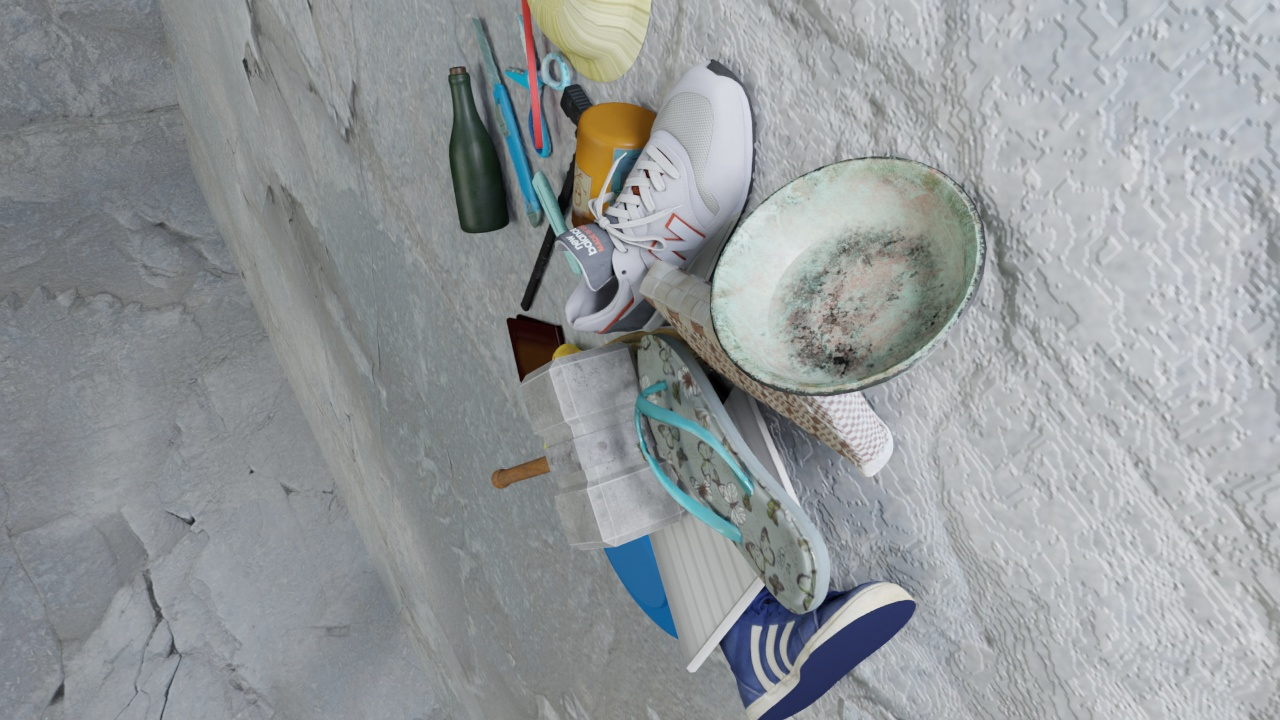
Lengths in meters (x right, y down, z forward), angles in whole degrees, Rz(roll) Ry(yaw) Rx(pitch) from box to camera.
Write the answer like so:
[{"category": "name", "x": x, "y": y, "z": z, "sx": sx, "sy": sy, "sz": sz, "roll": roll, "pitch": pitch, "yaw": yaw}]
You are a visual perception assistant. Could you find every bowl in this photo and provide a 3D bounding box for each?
[{"category": "bowl", "x": 0.119, "y": -0.043, "z": 0.527, "sx": 0.157, "sy": 0.157, "sz": 0.038, "roll": 41, "pitch": 178, "yaw": 42}]

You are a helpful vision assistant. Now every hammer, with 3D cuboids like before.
[{"category": "hammer", "x": -0.084, "y": -0.131, "z": 0.932, "sx": 0.095, "sy": 0.015, "sz": 0.326, "roll": 59, "pitch": 151, "yaw": 16}, {"category": "hammer", "x": -0.089, "y": 0.101, "z": 0.904, "sx": 0.319, "sy": 0.082, "sz": 0.162, "roll": -25, "pitch": 82, "yaw": 59}]

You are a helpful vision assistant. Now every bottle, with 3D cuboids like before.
[{"category": "bottle", "x": -0.183, "y": -0.228, "z": 0.996, "sx": 0.055, "sy": 0.055, "sz": 0.174, "roll": 26, "pitch": 129, "yaw": 52}, {"category": "bottle", "x": -0.023, "y": -0.130, "z": 0.767, "sx": 0.068, "sy": 0.067, "sz": 0.157, "roll": 48, "pitch": 146, "yaw": 34}]

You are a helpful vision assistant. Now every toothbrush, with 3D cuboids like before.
[{"category": "toothbrush", "x": -0.107, "y": -0.298, "z": 0.827, "sx": 0.012, "sy": 0.018, "sz": 0.213, "roll": -108, "pitch": 13, "yaw": -64}]

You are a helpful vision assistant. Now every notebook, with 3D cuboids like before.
[{"category": "notebook", "x": 0.062, "y": 0.138, "z": 0.748, "sx": 0.142, "sy": 0.009, "sz": 0.210, "roll": -108, "pitch": 33, "yaw": -41}]

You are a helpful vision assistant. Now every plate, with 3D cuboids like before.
[{"category": "plate", "x": -0.059, "y": -0.315, "z": 0.736, "sx": 0.184, "sy": 0.036, "sz": 0.185, "roll": 39, "pitch": 140, "yaw": 43}, {"category": "plate", "x": -0.001, "y": 0.209, "z": 0.990, "sx": 0.224, "sy": 0.024, "sz": 0.225, "roll": 41, "pitch": 144, "yaw": 38}]

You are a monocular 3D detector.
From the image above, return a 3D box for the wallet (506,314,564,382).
[{"category": "wallet", "x": -0.115, "y": -0.004, "z": 1.071, "sx": 0.116, "sy": 0.018, "sz": 0.091, "roll": 16, "pitch": 122, "yaw": 54}]

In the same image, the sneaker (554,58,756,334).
[{"category": "sneaker", "x": 0.001, "y": -0.100, "z": 0.684, "sx": 0.089, "sy": 0.124, "sz": 0.240, "roll": 50, "pitch": 147, "yaw": 31}]

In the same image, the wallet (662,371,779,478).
[{"category": "wallet", "x": 0.068, "y": 0.082, "z": 0.797, "sx": 0.099, "sy": 0.031, "sz": 0.120, "roll": 53, "pitch": 143, "yaw": 29}]

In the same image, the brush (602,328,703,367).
[{"category": "brush", "x": -0.005, "y": 0.005, "z": 0.852, "sx": 0.196, "sy": 0.043, "sz": 0.059, "roll": -9, "pitch": 101, "yaw": 61}]

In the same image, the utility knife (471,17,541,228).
[{"category": "utility knife", "x": -0.138, "y": -0.245, "z": 0.949, "sx": 0.031, "sy": 0.015, "sz": 0.221, "roll": -4, "pitch": 104, "yaw": 56}]

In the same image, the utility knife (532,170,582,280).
[{"category": "utility knife", "x": -0.066, "y": -0.105, "z": 0.892, "sx": 0.022, "sy": 0.015, "sz": 0.166, "roll": -14, "pitch": 101, "yaw": 61}]

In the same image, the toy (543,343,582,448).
[{"category": "toy", "x": -0.076, "y": 0.050, "z": 0.987, "sx": 0.106, "sy": 0.067, "sz": 0.137, "roll": -177, "pitch": 82, "yaw": -74}]

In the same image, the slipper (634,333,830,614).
[{"category": "slipper", "x": 0.044, "y": 0.083, "z": 0.687, "sx": 0.268, "sy": 0.054, "sz": 0.098, "roll": 55, "pitch": 147, "yaw": 41}]

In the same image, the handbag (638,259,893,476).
[{"category": "handbag", "x": 0.089, "y": -0.001, "z": 0.640, "sx": 0.186, "sy": 0.047, "sz": 0.124, "roll": 35, "pitch": 173, "yaw": 46}]

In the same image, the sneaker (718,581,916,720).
[{"category": "sneaker", "x": 0.121, "y": 0.190, "z": 0.727, "sx": 0.234, "sy": 0.091, "sz": 0.118, "roll": 108, "pitch": 145, "yaw": -48}]

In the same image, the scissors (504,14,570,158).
[{"category": "scissors", "x": -0.098, "y": -0.255, "z": 0.871, "sx": 0.134, "sy": 0.011, "sz": 0.140, "roll": 34, "pitch": 138, "yaw": 47}]
